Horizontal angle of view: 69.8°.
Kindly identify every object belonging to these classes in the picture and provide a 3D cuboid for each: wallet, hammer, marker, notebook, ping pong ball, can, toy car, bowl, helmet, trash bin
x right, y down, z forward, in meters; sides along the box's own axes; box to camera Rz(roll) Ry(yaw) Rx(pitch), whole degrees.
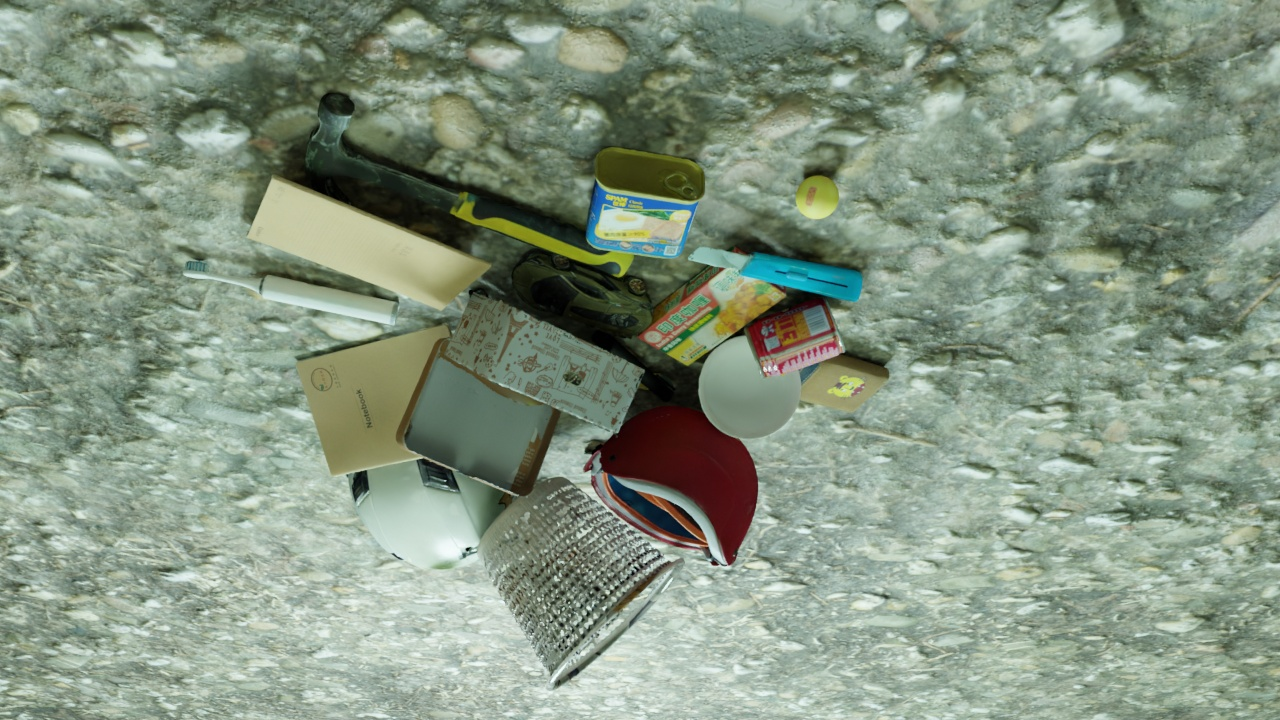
[{"bbox_3d":[0.224,0.025,1.092,0.115,0.033,0.090,14,139,-21],"label":"wallet"},{"bbox_3d":[-0.159,-0.145,0.887,0.323,0.031,0.126,18,138,-20],"label":"hammer"},{"bbox_3d":[-0.006,0.006,1.071,0.022,0.020,0.132,-42,123,10],"label":"marker"},{"bbox_3d":[-0.270,-0.111,0.907,0.211,0.012,0.150,21,157,-25],"label":"notebook"},{"bbox_3d":[-0.295,0.050,1.075,0.208,0.008,0.148,-13,98,16],"label":"notebook"},{"bbox_3d":[0.166,-0.153,0.862,0.040,0.040,0.040,1,141,0],"label":"ping pong ball"},{"bbox_3d":[0.001,-0.146,0.864,0.102,0.057,0.083,8,143,-8],"label":"can"},{"bbox_3d":[-0.061,-0.067,0.976,0.158,0.042,0.070,18,138,-16],"label":"toy car"},{"bbox_3d":[0.120,0.030,1.061,0.118,0.118,0.065,5,179,-6],"label":"bowl"},{"bbox_3d":[0.048,0.139,1.107,0.207,0.143,0.240,37,162,-5],"label":"helmet"},{"bbox_3d":[-0.089,0.261,1.143,0.227,0.192,0.228,-40,162,-16],"label":"trash bin"},{"bbox_3d":[-0.271,0.177,1.190,0.230,0.156,0.274,-8,140,10],"label":"helmet"},{"bbox_3d":[0.166,-0.023,0.992,0.094,0.066,0.066,-21,138,9],"label":"can"}]

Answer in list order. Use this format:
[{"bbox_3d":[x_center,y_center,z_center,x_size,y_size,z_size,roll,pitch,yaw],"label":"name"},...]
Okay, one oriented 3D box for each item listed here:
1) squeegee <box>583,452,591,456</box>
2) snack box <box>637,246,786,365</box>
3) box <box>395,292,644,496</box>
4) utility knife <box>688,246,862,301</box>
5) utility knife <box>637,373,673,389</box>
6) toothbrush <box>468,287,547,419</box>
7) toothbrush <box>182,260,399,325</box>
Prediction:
[{"bbox_3d":[0.085,0.103,1.185,0.247,0.040,0.250,17,138,-18],"label":"squeegee"},{"bbox_3d":[0.075,-0.056,0.996,0.077,0.027,0.156,29,133,-29],"label":"snack box"},{"bbox_3d":[-0.135,0.052,0.981,0.183,0.193,0.157,26,175,-34],"label":"box"},{"bbox_3d":[0.141,-0.091,0.933,0.204,0.018,0.034,8,121,-23],"label":"utility knife"},{"bbox_3d":[-0.064,0.025,1.114,0.207,0.021,0.031,3,136,5],"label":"utility knife"},{"bbox_3d":[-0.149,-0.004,1.060,0.027,0.026,0.213,-15,132,9],"label":"toothbrush"},{"bbox_3d":[-0.372,-0.073,0.983,0.221,0.026,0.027,12,161,-13],"label":"toothbrush"}]
